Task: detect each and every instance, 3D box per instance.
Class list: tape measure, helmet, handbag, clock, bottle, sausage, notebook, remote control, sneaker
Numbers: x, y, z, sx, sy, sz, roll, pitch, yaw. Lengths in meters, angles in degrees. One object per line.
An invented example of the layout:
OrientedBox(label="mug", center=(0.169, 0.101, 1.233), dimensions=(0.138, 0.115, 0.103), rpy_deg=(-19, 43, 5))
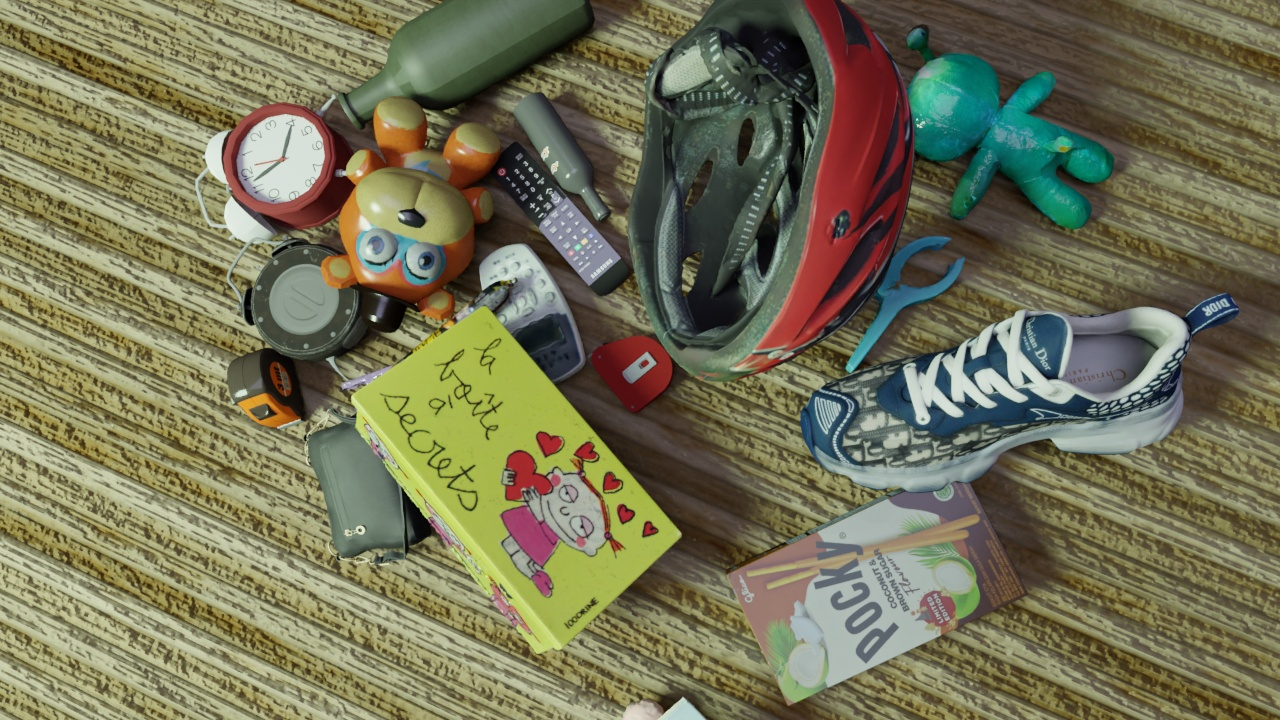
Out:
OrientedBox(label="tape measure", center=(-0.004, 0.004, 0.707), dimensions=(0.051, 0.019, 0.059), rpy_deg=(-39, 82, 1))
OrientedBox(label="helmet", center=(0.086, -0.117, 0.626), dimensions=(0.166, 0.218, 0.272), rpy_deg=(10, 88, -31))
OrientedBox(label="handbag", center=(-0.213, 0.095, 0.702), dimensions=(0.079, 0.054, 0.128), rpy_deg=(-19, 85, 7))
OrientedBox(label="clock", center=(-0.261, -0.047, 0.725), dimensions=(0.123, 0.044, 0.091), rpy_deg=(32, 87, 7))
OrientedBox(label="tape measure", center=(-0.296, 0.022, 0.715), dimensions=(0.038, 0.059, 0.058), rpy_deg=(-19, 79, 5))
OrientedBox(label="bottle", center=(-0.058, -0.158, 0.725), dimensions=(0.030, 0.030, 0.113), rpy_deg=(-34, 82, 1))
OrientedBox(label="clock", center=(-0.291, -0.151, 0.737), dimensions=(0.137, 0.048, 0.096), rpy_deg=(-21, 82, 2))
OrientedBox(label="sausage", center=(-0.154, -0.014, 0.702), dimensions=(0.155, 0.020, 0.020), rpy_deg=(-38, 82, 10))
OrientedBox(label="notebook", center=(0.047, 0.377, 0.631), dimensions=(0.181, 0.009, 0.253), rpy_deg=(-43, 99, 0))
OrientedBox(label="remote control", center=(-0.067, -0.114, 0.728), dimensions=(0.033, 0.015, 0.147), rpy_deg=(-41, 82, 0))
OrientedBox(label="bottle", center=(-0.140, -0.246, 0.722), dimensions=(0.207, 0.071, 0.071), rpy_deg=(-29, 82, 2))
OrientedBox(label="sneaker", center=(0.243, 0.011, 0.613), dimensions=(0.269, 0.132, 0.103), rpy_deg=(-8, 61, 2))
OrientedBox(label="remote control", center=(-0.085, -0.036, 0.715), dimensions=(0.060, 0.028, 0.114), rpy_deg=(-23, 83, 3))

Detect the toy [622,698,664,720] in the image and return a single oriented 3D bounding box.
OrientedBox(label="toy", center=(0.010, 0.301, 0.659), dimensions=(0.108, 0.053, 0.105), rpy_deg=(-38, 78, 0))

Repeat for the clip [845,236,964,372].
OrientedBox(label="clip", center=(0.192, -0.044, 0.692), dimensions=(0.120, 0.027, 0.103), rpy_deg=(-34, 85, 1))

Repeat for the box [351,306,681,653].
OrientedBox(label="box", center=(-0.092, 0.084, 0.653), dimensions=(0.124, 0.080, 0.221), rpy_deg=(-35, 84, -27))

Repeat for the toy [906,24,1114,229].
OrientedBox(label="toy", center=(0.262, -0.172, 0.679), dimensions=(0.193, 0.072, 0.130), rpy_deg=(29, 87, -1))

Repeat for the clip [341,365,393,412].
OrientedBox(label="clip", center=(-0.217, 0.017, 0.731), dimensions=(0.045, 0.014, 0.051), rpy_deg=(32, 91, 11))

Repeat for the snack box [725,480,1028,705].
OrientedBox(label="snack box", center=(0.168, 0.161, 0.668), dimensions=(0.186, 0.031, 0.101), rpy_deg=(-26, 82, 2))

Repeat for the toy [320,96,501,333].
OrientedBox(label="toy", center=(-0.173, -0.107, 0.698), dimensions=(0.112, 0.096, 0.176), rpy_deg=(15, 89, -15))
